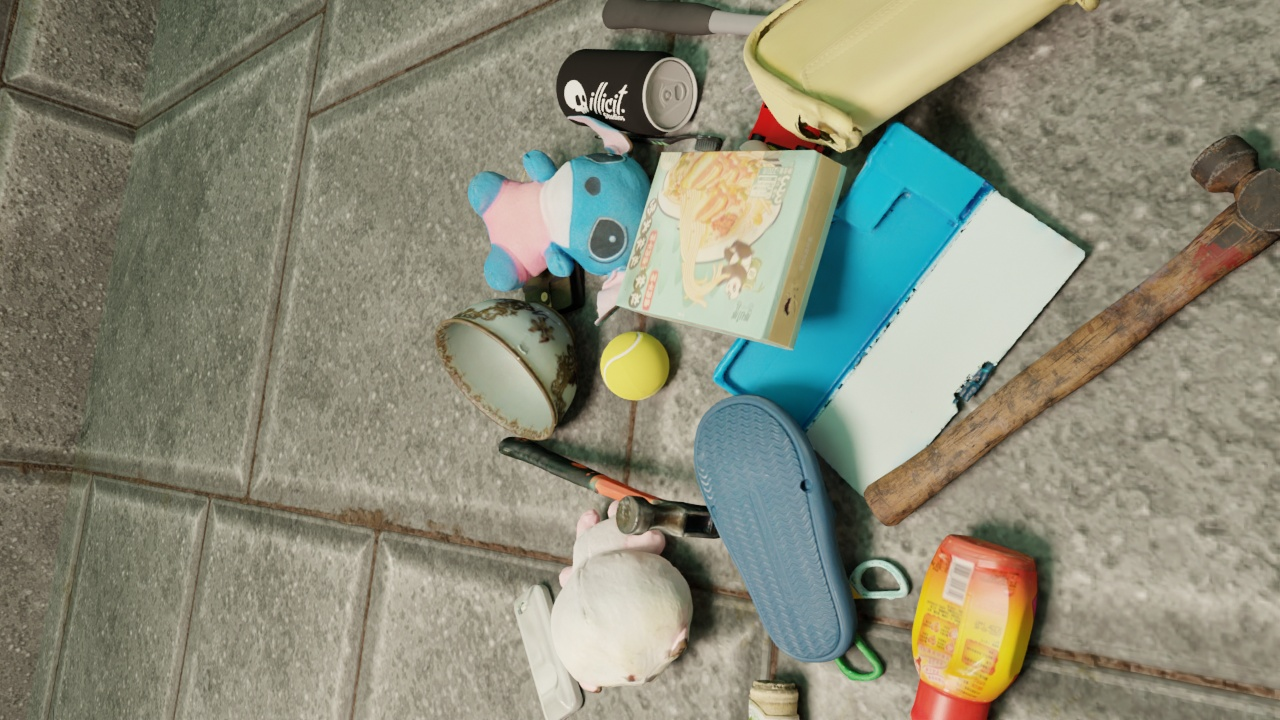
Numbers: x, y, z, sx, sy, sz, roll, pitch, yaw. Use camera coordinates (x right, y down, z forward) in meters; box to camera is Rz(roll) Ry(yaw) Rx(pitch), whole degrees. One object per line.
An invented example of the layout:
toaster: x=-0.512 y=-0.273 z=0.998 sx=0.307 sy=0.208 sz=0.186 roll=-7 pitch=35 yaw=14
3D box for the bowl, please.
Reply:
bowl: x=-0.123 y=-0.006 z=0.956 sx=0.160 sy=0.160 sz=0.093 roll=4 pitch=42 yaw=45

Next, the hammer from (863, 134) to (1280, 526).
hammer: x=0.283 y=0.012 z=0.601 sx=0.331 sy=0.033 sz=0.120 roll=-45 pitch=53 yaw=26

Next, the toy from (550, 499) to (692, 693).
toy: x=-0.024 y=0.206 z=0.826 sx=0.139 sy=0.101 sz=0.179 roll=-34 pitch=40 yaw=20

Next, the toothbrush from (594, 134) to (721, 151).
toothbrush: x=0.013 y=-0.226 z=0.947 sx=0.188 sy=0.014 sz=0.017 roll=16 pitch=99 yaw=46

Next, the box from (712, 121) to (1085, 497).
box: x=0.189 y=-0.033 z=0.704 sx=0.175 sy=0.059 sz=0.244 roll=40 pitch=111 yaw=17

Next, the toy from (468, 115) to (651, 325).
toy: x=-0.077 y=-0.133 z=0.933 sx=0.192 sy=0.099 sz=0.224 roll=-11 pitch=78 yaw=18

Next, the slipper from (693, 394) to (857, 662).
slipper: x=0.112 y=0.125 z=0.710 sx=0.104 sy=0.059 sz=0.213 roll=-28 pitch=78 yaw=38

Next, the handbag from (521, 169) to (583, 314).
handbag: x=-0.107 y=-0.138 z=1.012 sx=0.084 sy=0.027 sz=0.178 roll=-15 pitch=80 yaw=39

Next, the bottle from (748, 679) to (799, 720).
bottle: x=0.103 y=0.305 z=0.708 sx=0.043 sy=0.042 sz=0.110 roll=-10 pitch=73 yaw=43

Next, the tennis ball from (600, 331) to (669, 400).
tennis ball: x=-0.005 y=0.005 z=0.871 sx=0.065 sy=0.065 sz=0.065 roll=-13 pitch=71 yaw=42

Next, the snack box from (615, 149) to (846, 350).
snack box: x=0.066 y=-0.095 z=0.741 sx=0.194 sy=0.044 sz=0.141 roll=18 pitch=91 yaw=53

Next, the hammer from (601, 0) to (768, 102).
hammer: x=0.059 y=-0.337 z=0.919 sx=0.311 sy=0.029 sz=0.125 roll=28 pitch=100 yaw=45

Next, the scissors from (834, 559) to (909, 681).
scissors: x=0.154 y=0.181 z=0.708 sx=0.123 sy=0.011 sz=0.127 roll=-52 pitch=51 yaw=21

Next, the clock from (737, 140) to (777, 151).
clock: x=0.084 y=-0.130 z=0.820 sx=0.158 sy=0.058 sz=0.116 roll=-17 pitch=69 yaw=41

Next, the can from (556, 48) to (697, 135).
can: x=-0.017 y=-0.276 z=0.941 sx=0.146 sy=0.080 sz=0.080 roll=22 pitch=96 yaw=45

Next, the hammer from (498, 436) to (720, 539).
hammer: x=-0.046 y=0.111 z=0.864 sx=0.334 sy=0.133 sz=0.033 roll=12 pitch=91 yaw=54

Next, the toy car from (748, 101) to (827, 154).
toy car: x=0.133 y=-0.204 z=0.813 sx=0.089 sy=0.025 sz=0.038 roll=30 pitch=101 yaw=44

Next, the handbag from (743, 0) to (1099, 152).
handbag: x=0.200 y=-0.239 z=0.679 sx=0.233 sy=0.088 sz=0.190 roll=-30 pitch=38 yaw=21

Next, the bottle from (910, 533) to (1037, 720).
bottle: x=0.219 y=0.188 z=0.615 sx=0.071 sy=0.048 sz=0.134 roll=14 pitch=90 yaw=46

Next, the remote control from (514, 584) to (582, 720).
remote control: x=-0.097 y=0.293 z=0.922 sx=0.050 sy=0.022 sz=0.133 roll=-43 pitch=53 yaw=29
